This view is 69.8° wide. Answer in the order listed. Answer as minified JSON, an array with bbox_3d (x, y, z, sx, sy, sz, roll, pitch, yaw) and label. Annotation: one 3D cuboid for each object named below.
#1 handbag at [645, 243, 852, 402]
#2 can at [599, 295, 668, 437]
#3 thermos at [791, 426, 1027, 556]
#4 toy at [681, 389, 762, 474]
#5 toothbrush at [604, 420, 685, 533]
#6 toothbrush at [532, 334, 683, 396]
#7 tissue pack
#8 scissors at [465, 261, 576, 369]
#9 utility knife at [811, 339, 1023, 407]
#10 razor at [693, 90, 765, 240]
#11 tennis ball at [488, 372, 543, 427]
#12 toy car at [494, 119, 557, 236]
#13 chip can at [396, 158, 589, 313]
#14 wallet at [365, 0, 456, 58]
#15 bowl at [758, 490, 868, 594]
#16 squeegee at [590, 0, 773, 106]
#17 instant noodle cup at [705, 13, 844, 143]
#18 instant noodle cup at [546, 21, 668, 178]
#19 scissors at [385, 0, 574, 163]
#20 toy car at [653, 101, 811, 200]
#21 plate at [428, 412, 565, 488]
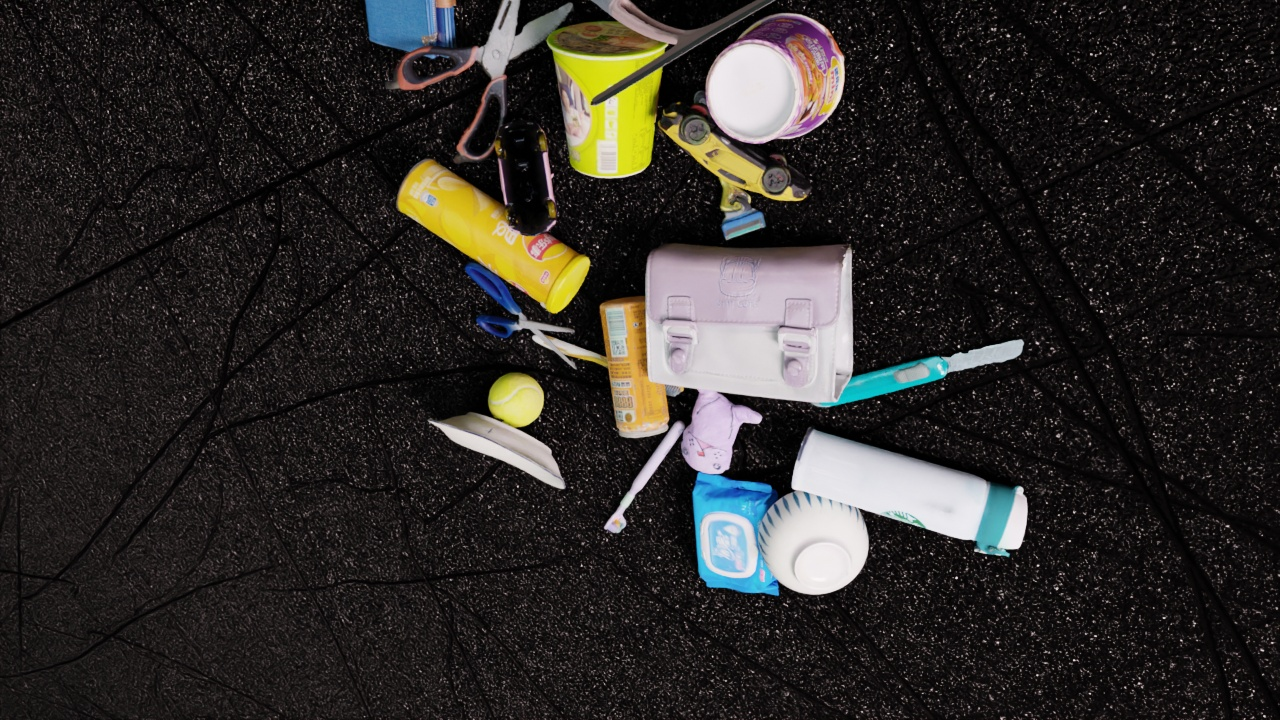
[{"bbox_3d":[0.106,-0.041,0.905,0.197,0.098,0.145,5,110,24],"label":"handbag"},{"bbox_3d":[-0.006,0.006,0.985,0.058,0.058,0.146,-3,100,27],"label":"can"},{"bbox_3d":[0.269,0.132,0.921,0.224,0.073,0.073,16,120,19],"label":"thermos"},{"bbox_3d":[0.081,0.080,1.005,0.084,0.038,0.108,30,123,18],"label":"toy"},{"bbox_3d":[0.006,0.139,1.084,0.190,0.029,0.021,-60,44,33],"label":"toothbrush"},{"bbox_3d":[-0.041,0.005,1.041,0.191,0.018,0.016,19,137,16],"label":"toothbrush"},{"bbox_3d":[0.109,0.202,1.043,0.095,0.052,0.157,5,116,24],"label":"tissue pack"},{"bbox_3d":[-0.138,-0.046,1.032,0.173,0.012,0.163,44,153,-19],"label":"scissors"},{"bbox_3d":[0.261,0.014,0.900,0.223,0.013,0.029,-17,105,32],"label":"utility knife"},{"bbox_3d":[0.078,-0.190,0.886,0.042,0.022,0.143,-21,101,-2],"label":"razor"},{"bbox_3d":[-0.147,0.047,1.086,0.065,0.065,0.065,11,118,21],"label":"tennis ball"},{"bbox_3d":[-0.119,-0.190,0.959,0.056,0.037,0.122,-8,90,2],"label":"toy car"},{"bbox_3d":[-0.160,-0.137,1.000,0.213,0.071,0.072,34,124,9],"label":"chip can"},{"bbox_3d":[-0.238,-0.384,0.936,0.106,0.040,0.133,19,130,19],"label":"wallet"},{"bbox_3d":[0.187,0.200,0.970,0.116,0.066,0.116,-1,111,-2],"label":"bowl"},{"bbox_3d":[-0.015,-0.320,0.819,0.249,0.247,0.040,41,157,33],"label":"squeegee"},{"bbox_3d":[0.111,-0.241,0.799,0.112,0.099,0.112,11,117,23],"label":"instant noodle cup"},{"bbox_3d":[-0.030,-0.244,0.869,0.112,0.111,0.124,15,128,19],"label":"instant noodle cup"},{"bbox_3d":[-0.161,-0.297,0.939,0.227,0.015,0.189,-6,124,13],"label":"scissors"},{"bbox_3d":[0.086,-0.187,0.838,0.156,0.071,0.041,29,116,-7],"label":"toy car"},{"bbox_3d":[-0.163,0.101,1.097,0.164,0.034,0.164,23,166,9],"label":"plate"}]
